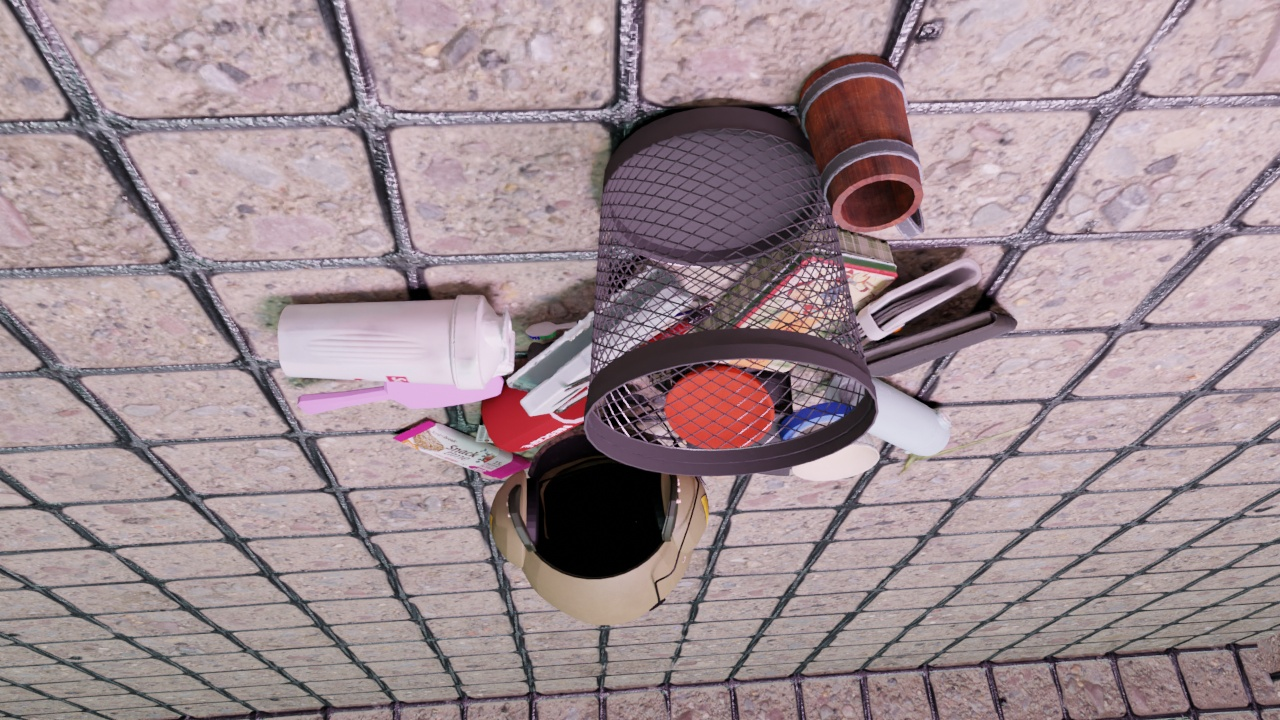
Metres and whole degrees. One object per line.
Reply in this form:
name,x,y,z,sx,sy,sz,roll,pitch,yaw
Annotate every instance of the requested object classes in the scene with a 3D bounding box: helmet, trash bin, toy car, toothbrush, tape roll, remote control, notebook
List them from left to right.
remote control,-0.186,0.072,1.146,0.028,0.011,0.124,4,149,-15
helmet,-0.046,0.177,1.086,0.250,0.255,0.233,-5,148,2
toothbrush,-0.029,-0.043,0.967,0.187,0.015,0.016,-8,155,5
toy car,0.055,0.015,1.057,0.092,0.037,0.040,-22,146,28
trash bin,0.064,-0.052,0.738,0.218,0.227,0.218,-1,153,-1
tape roll,0.208,0.078,1.068,0.093,0.016,0.091,-19,148,11
notebook,0.306,-0.015,0.978,0.170,0.029,0.208,-21,168,26

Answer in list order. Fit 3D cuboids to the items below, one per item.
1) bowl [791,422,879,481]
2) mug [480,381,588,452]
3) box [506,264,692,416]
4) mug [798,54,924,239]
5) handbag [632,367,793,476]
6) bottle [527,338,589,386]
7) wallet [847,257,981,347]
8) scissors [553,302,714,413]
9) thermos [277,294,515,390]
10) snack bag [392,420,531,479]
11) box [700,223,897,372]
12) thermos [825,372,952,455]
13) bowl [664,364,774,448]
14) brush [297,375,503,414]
bowl,0.256,0.111,1.228,0.115,0.062,0.115,-3,150,-2
mug,-0.109,0.051,1.059,0.097,0.080,0.116,-28,166,35
box,-0.038,-0.016,0.920,0.199,0.067,0.083,-39,144,16
mug,0.179,-0.155,0.704,0.082,0.111,0.117,-26,144,33
handbag,0.089,0.080,1.155,0.196,0.072,0.176,-2,149,6
bottle,-0.071,0.002,1.006,0.112,0.047,0.047,14,145,-31
wallet,0.267,-0.052,0.929,0.118,0.037,0.115,-24,169,-22
scissors,0.001,0.000,0.964,0.199,0.015,0.179,-37,167,9
thermos,-0.236,-0.019,0.909,0.220,0.099,0.099,1,150,-1
snack bag,-0.231,0.123,1.224,0.070,0.016,0.196,-25,145,28
box,0.156,-0.057,0.936,0.117,0.050,0.206,11,147,-25
thermos,0.319,0.070,1.164,0.206,0.065,0.078,23,131,-39
bowl,0.089,0.047,1.032,0.122,0.035,0.122,5,131,5
brush,-0.266,0.020,1.012,0.229,0.043,0.089,-9,150,7
